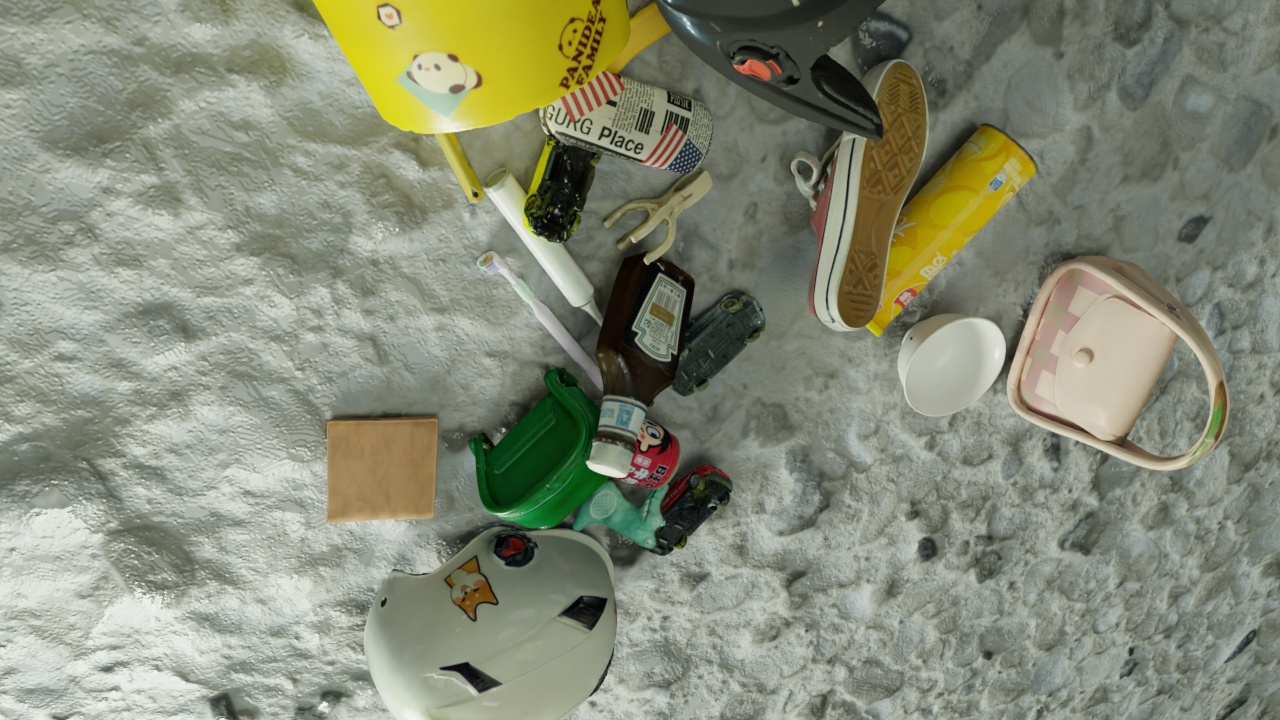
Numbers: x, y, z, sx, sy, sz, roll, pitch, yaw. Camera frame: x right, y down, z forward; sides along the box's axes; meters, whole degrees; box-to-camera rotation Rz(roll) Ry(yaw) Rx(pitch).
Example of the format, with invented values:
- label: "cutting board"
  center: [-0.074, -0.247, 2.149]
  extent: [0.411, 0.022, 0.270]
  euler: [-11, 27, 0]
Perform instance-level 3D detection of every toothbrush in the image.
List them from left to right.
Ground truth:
- label: "toothbrush"
  center: [-0.165, -0.202, 0.701]
  extent: [0.015, 0.016, 0.190]
  euler: [-25, 125, -2]
- label: "toothbrush"
  center: [-0.081, -0.030, 0.837]
  extent: [0.189, 0.029, 0.021]
  euler: [49, 58, -36]
- label: "toothbrush"
  center: [-0.065, -0.076, 0.809]
  extent: [0.027, 0.026, 0.221]
  euler: [-8, 134, 34]

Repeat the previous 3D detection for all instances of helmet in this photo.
- label: "helmet"
  center: [-0.138, 0.301, 0.935]
  extent: [0.273, 0.156, 0.230]
  euler: [-13, 124, -12]
- label: "helmet"
  center: [0.113, -0.291, 0.601]
  extent: [0.230, 0.274, 0.233]
  euler: [25, 97, -3]

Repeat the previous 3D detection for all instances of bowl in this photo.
- label: "bowl"
  center: [0.314, -0.008, 0.968]
  extent: [0.118, 0.064, 0.118]
  euler: [-10, 124, -15]

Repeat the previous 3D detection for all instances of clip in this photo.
- label: "clip"
  center: [0.021, -0.122, 0.791]
  extent: [0.102, 0.095, 0.035]
  euler: [-25, 126, 9]

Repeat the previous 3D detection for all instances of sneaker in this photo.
- label: "sneaker"
  center: [0.186, -0.148, 0.824]
  extent: [0.118, 0.088, 0.241]
  euler: [9, 95, -38]

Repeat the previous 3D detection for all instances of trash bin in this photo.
- label: "trash bin"
  center: [-0.125, -0.294, 0.544]
  extent: [0.229, 0.229, 0.255]
  euler: [-24, 131, -5]

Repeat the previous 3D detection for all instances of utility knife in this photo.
- label: "utility knife"
  center: [-0.002, -0.258, 0.728]
  extent: [0.156, 0.015, 0.033]
  euler: [-34, 133, 1]

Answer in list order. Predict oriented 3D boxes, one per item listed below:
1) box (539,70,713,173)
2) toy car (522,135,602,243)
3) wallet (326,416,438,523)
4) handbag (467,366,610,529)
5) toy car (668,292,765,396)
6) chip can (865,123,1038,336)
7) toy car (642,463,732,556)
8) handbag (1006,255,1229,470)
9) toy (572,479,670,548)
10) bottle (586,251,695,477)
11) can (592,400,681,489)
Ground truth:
- label: "box"
  center: [-0.010, -0.194, 0.742]
  extent: [0.164, 0.052, 0.069]
  euler: [9, 122, -37]
- label: "toy car"
  center: [-0.066, -0.149, 0.753]
  extent: [0.048, 0.032, 0.105]
  euler: [18, 90, -39]
- label: "wallet"
  center: [-0.241, 0.102, 0.860]
  extent: [0.101, 0.020, 0.115]
  euler: [0, 117, -20]
- label: "handbag"
  center: [-0.092, 0.081, 0.841]
  extent: [0.131, 0.120, 0.068]
  euler: [-45, 143, 10]
- label: "toy car"
  center: [0.068, -0.018, 0.890]
  extent: [0.120, 0.037, 0.054]
  euler: [-40, 125, -5]
- label: "chip can"
  center: [0.277, -0.123, 0.880]
  extent: [0.072, 0.072, 0.213]
  euler: [36, 103, -33]
- label: "toy car"
  center: [0.045, 0.157, 0.981]
  extent: [0.121, 0.045, 0.053]
  euler: [-44, 126, 16]
- label: "handbag"
  center: [0.503, 0.015, 0.947]
  extent: [0.093, 0.234, 0.194]
  euler: [-3, 121, -21]
- label: "toy"
  center: [-0.013, 0.155, 0.952]
  extent: [0.092, 0.030, 0.096]
  euler: [30, 98, 4]
- label: "bottle"
  center: [-0.005, 0.005, 0.803]
  extent: [0.079, 0.044, 0.194]
  euler: [28, 68, -36]
- label: "can"
  center: [-0.014, 0.085, 0.903]
  extent: [0.093, 0.066, 0.067]
  euler: [26, 108, -31]
